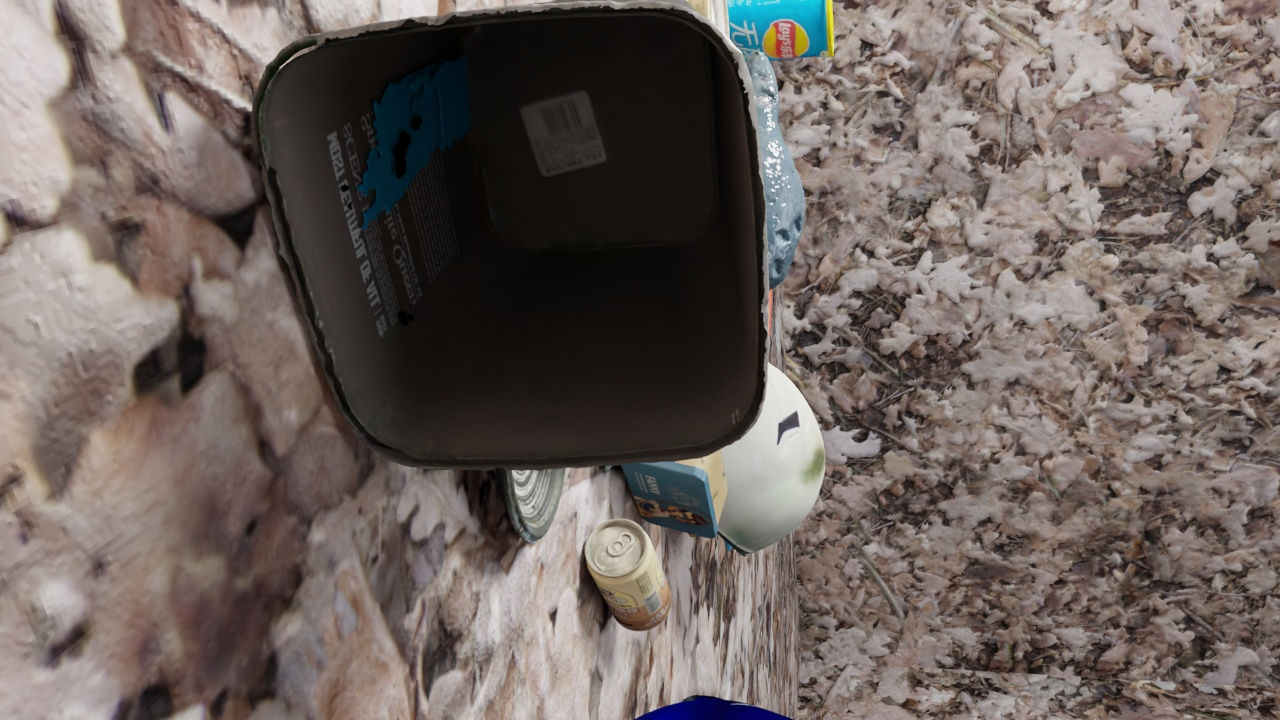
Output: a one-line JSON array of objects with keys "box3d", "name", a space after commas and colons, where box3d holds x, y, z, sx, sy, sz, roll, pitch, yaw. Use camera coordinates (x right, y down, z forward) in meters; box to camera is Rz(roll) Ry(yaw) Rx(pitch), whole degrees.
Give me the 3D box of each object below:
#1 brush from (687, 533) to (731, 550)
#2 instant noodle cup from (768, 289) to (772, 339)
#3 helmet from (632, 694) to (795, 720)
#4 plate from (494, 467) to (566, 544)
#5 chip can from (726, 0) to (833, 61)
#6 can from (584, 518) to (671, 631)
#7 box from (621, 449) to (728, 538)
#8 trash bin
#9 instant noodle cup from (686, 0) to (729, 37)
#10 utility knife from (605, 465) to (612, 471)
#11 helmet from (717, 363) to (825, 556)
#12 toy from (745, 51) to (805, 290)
[{"box3d": [0.096, 0.220, 1.261, 0.255, 0.046, 0.083, 52, 34, -59], "name": "brush"}, {"box3d": [0.090, -0.051, 1.059, 0.165, 0.079, 0.188, -41, -145, 54], "name": "instant noodle cup"}, {"box3d": [0.058, 0.394, 0.670, 0.246, 0.241, 0.316, -76, 149, -46], "name": "helmet"}, {"box3d": [-0.075, 0.031, 0.612, 0.179, 0.024, 0.179, 1, 89, -83], "name": "plate"}, {"box3d": [0.101, -0.355, 0.992, 0.071, 0.210, 0.071, -1, 89, -76], "name": "chip can"}, {"box3d": [-0.010, 0.192, 0.814, 0.116, 0.058, 0.058, 72, 22, -50], "name": "can"}, {"box3d": [0.038, 0.116, 0.921, 0.184, 0.090, 0.061, 69, 35, -59], "name": "box"}, {"box3d": [-0.041, -0.087, 0.461, 0.219, 0.199, 0.199, -82, 167, -61], "name": "trash bin"}, {"box3d": [0.023, -0.309, 0.875, 0.151, 0.111, 0.151, 0, 89, -77], "name": "instant noodle cup"}, {"box3d": [-0.010, 0.081, 0.917, 0.181, 0.013, 0.029, -35, 123, -73], "name": "utility knife"}, {"box3d": [0.146, 0.099, 1.150, 0.230, 0.157, 0.273, 49, 30, -43], "name": "helmet"}, {"box3d": [0.090, -0.136, 0.897, 0.091, 0.138, 0.356, 114, -2, -80], "name": "toy"}]
